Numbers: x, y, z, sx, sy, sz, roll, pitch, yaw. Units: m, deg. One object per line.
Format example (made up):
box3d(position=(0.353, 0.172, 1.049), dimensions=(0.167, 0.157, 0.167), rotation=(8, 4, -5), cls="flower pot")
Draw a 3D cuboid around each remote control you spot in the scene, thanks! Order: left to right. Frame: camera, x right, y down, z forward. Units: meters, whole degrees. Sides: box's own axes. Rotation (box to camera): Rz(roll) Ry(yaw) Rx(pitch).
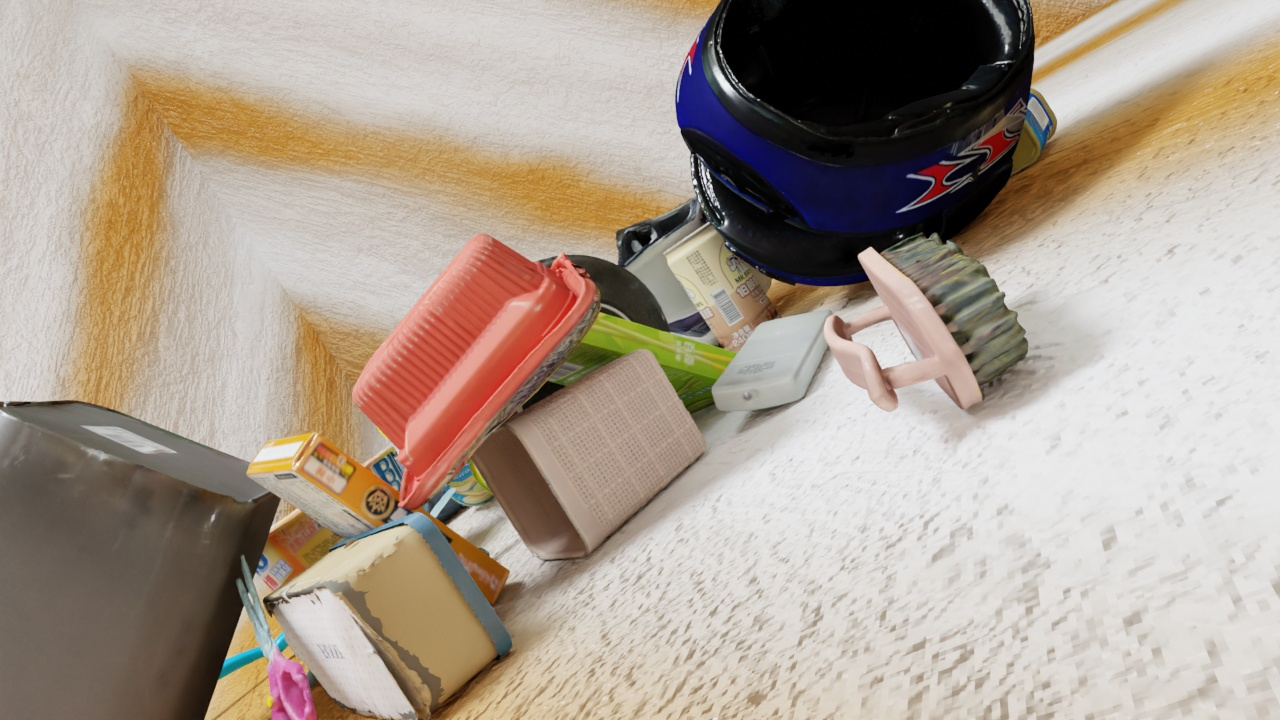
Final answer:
box3d(position=(0.094, -0.001, 0.621), dimensions=(0.058, 0.021, 0.149), rotation=(-11, 15, 24), cls="remote control")

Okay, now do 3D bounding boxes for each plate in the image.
box3d(position=(-0.049, 0.009, 0.698), dimensions=(0.179, 0.179, 0.024), rotation=(-36, 28, -17), cls="plate")

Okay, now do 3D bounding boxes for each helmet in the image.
box3d(position=(0.045, -0.082, 0.967), dimensions=(0.231, 0.157, 0.273), rotation=(-33, 15, 39), cls="helmet")
box3d(position=(0.151, -0.174, 0.715), dimensions=(0.314, 0.247, 0.241), rotation=(-41, -19, -31), cls="helmet")

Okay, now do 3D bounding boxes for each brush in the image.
box3d(position=(-0.350, 0.262, 0.828), dimensions=(0.253, 0.046, 0.083), rotation=(-31, 6, -38), cls="brush")
box3d(position=(0.121, -0.013, 0.408), dimensions=(0.073, 0.063, 0.145), rotation=(-29, 8, 13), cls="brush")

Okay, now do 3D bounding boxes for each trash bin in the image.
box3d(position=(-0.346, 0.152, 0.565), dimensions=(0.199, 0.198, 0.219), rotation=(175, 118, -79), cls="trash bin")

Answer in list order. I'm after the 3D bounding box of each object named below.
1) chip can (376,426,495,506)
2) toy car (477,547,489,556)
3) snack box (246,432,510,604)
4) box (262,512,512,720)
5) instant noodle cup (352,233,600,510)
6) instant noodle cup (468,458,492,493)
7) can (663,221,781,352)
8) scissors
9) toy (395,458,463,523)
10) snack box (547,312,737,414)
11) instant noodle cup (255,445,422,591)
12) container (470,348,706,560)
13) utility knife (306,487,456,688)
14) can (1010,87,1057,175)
box3d(position=(-0.184, 0.080, 0.881), dimensions=(0.071, 0.071, 0.210), rotation=(-35, -23, -9), cls="chip can")
box3d(position=(-0.149, 0.151, 0.683), dimensions=(0.091, 0.043, 0.034), rotation=(-22, 47, 47), cls="toy car")
box3d(position=(-0.156, 0.098, 0.553), dimensions=(0.075, 0.153, 0.026), rotation=(-10, 45, 47), cls="snack box")
box3d(position=(-0.140, 0.139, 0.490), dimensions=(0.061, 0.090, 0.185), rotation=(-37, 8, -37), cls="box")
box3d(position=(-0.106, -0.009, 0.562), dimensions=(0.164, 0.079, 0.189), rotation=(-50, 14, 2), cls="instant noodle cup")
box3d(position=(-0.100, 0.072, 0.791), dimensions=(0.111, 0.111, 0.124), rotation=(-37, -2, -26), cls="instant noodle cup")
box3d(position=(0.074, -0.063, 0.816), dimensions=(0.058, 0.116, 0.058), rotation=(-34, 5, 3), cls="can")
box3d(position=(-0.200, 0.153, 0.499), dimensions=(0.017, 0.137, 0.074), rotation=(-5, -43, -37), cls="scissors")
box3d(position=(-0.234, 0.143, 1.069), dimensions=(0.355, 0.091, 0.138), rotation=(-39, -20, -52), cls="toy")
box3d(position=(-0.004, 0.004, 0.658), dimensions=(0.156, 0.026, 0.086), rotation=(15, -24, -30), cls="snack box")
box3d(position=(-0.239, 0.159, 0.765), dimensions=(0.151, 0.111, 0.151), rotation=(-34, 5, 3), cls="instant noodle cup")
box3d(position=(-0.031, 0.056, 0.576), dimensions=(0.110, 0.090, 0.090), rotation=(-34, 4, -31), cls="container")
box3d(position=(-0.190, 0.165, 0.671), dimensions=(0.182, 0.013, 0.029), rotation=(-53, 22, -1), cls="utility knife")
box3d(position=(0.322, -0.196, 0.844), dimensions=(0.102, 0.057, 0.083), rotation=(-30, 9, 41), cls="can")
